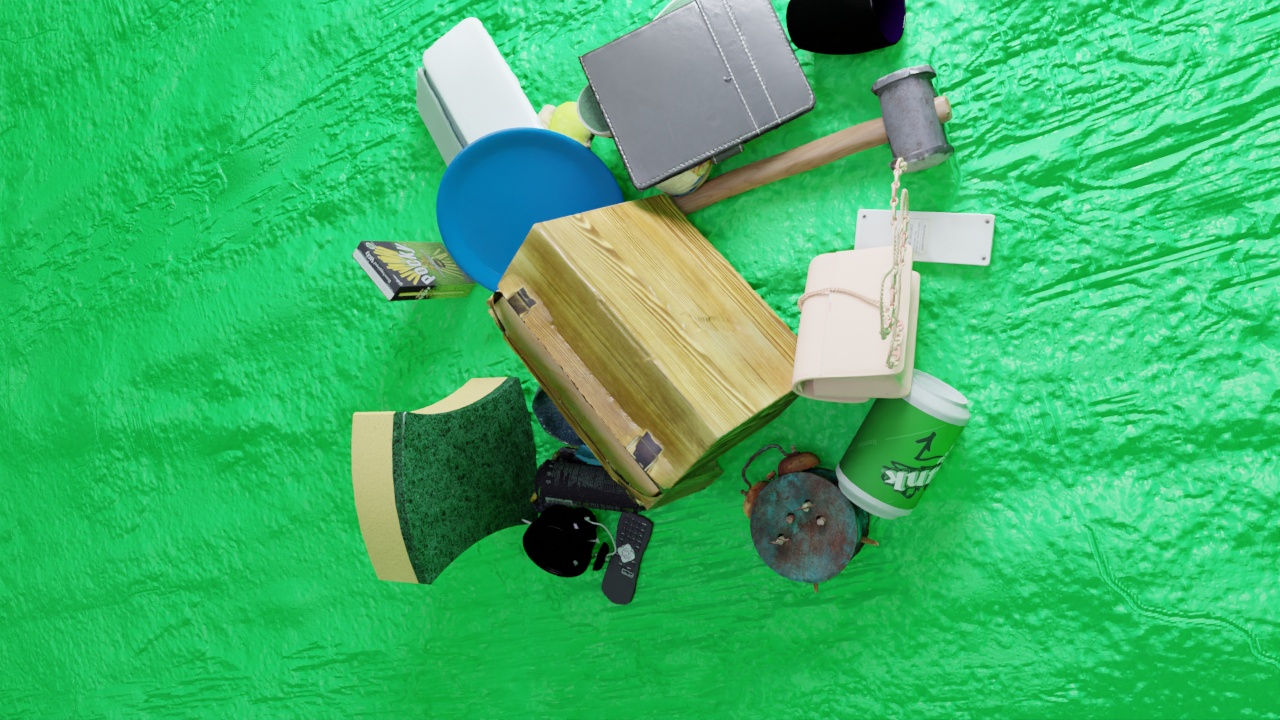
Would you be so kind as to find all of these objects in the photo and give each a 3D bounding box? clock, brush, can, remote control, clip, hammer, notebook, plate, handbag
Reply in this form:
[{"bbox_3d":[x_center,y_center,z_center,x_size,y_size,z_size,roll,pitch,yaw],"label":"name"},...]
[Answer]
[{"bbox_3d":[0.172,0.164,0.999,0.121,0.073,0.157,-46,74,24],"label":"clock"},{"bbox_3d":[-0.226,0.135,1.104,0.075,0.249,0.195,-3,98,28],"label":"brush"},{"bbox_3d":[0.265,0.085,0.932,0.088,0.087,0.140,33,110,21],"label":"can"},{"bbox_3d":[-0.087,0.224,1.141,0.121,0.042,0.091,-7,121,28],"label":"clock"},{"bbox_3d":[0.289,-0.126,0.938,0.136,0.011,0.050,8,100,27],"label":"remote control"},{"bbox_3d":[-0.031,0.105,1.088,0.119,0.033,0.121,-24,113,30],"label":"clip"},{"bbox_3d":[0.165,-0.213,0.978,0.329,0.052,0.098,-14,89,32],"label":"hammer"},{"bbox_3d":[0.060,-0.290,0.966,0.209,0.029,0.169,-24,88,11],"label":"notebook"},{"bbox_3d":[-0.128,-0.171,1.089,0.224,0.024,0.225,1,124,1],"label":"plate"},{"bbox_3d":[-0.057,0.153,1.110,0.138,0.054,0.054,6,99,7],"label":"can"},{"bbox_3d":[0.038,-0.231,1.026,0.086,0.043,0.086,-13,70,38],"label":"can"},{"bbox_3d":[-0.018,0.248,1.144,0.046,0.009,0.124,21,105,24],"label":"remote control"},{"bbox_3d":[0.196,-0.076,0.880,0.117,0.187,0.198,0,59,25],"label":"handbag"}]

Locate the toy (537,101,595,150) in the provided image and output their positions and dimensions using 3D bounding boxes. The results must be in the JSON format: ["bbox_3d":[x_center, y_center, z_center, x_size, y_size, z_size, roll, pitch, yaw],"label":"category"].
[{"bbox_3d":[-0.102,-0.267,1.108,0.115,0.046,0.092,17,104,32],"label":"toy"}]

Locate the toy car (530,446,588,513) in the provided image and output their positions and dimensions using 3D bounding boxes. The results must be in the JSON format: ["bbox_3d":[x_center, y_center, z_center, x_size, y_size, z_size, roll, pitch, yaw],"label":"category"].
[{"bbox_3d":[-0.101,0.155,1.163,0.049,0.030,0.107,30,108,5],"label":"toy car"}]

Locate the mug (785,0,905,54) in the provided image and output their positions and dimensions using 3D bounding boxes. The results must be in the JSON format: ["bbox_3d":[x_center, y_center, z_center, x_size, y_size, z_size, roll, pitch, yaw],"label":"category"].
[{"bbox_3d":[0.206,-0.364,0.923,0.100,0.085,0.118,1,66,39],"label":"mug"}]

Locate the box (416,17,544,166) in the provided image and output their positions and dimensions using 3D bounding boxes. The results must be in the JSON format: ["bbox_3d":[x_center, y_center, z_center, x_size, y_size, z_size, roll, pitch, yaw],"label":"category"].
[{"bbox_3d":[-0.211,-0.293,1.132,0.186,0.084,0.210,-37,73,35],"label":"box"}]

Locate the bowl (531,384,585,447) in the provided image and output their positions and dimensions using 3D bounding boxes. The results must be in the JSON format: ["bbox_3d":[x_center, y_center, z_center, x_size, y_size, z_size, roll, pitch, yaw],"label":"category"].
[{"bbox_3d":[-0.072,0.051,1.115,0.110,0.055,0.110,11,128,14],"label":"bowl"}]

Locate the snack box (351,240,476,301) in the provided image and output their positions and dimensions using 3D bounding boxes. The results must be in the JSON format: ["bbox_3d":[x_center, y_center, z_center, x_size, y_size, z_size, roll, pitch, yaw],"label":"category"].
[{"bbox_3d":[-0.284,-0.115,1.163,0.080,0.147,0.025,48,114,15],"label":"snack box"}]

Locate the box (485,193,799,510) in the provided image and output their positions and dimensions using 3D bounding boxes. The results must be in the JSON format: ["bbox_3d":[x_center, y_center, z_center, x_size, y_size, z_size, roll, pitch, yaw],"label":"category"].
[{"bbox_3d":[-0.010,0.008,0.975,0.279,0.257,0.221,50,127,12],"label":"box"}]

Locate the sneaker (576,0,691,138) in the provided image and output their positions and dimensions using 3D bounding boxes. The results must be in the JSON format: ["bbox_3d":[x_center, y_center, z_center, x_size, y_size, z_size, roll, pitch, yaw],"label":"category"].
[{"bbox_3d":[0.035,-0.331,1.021,0.235,0.079,0.084,-35,88,9],"label":"sneaker"}]
